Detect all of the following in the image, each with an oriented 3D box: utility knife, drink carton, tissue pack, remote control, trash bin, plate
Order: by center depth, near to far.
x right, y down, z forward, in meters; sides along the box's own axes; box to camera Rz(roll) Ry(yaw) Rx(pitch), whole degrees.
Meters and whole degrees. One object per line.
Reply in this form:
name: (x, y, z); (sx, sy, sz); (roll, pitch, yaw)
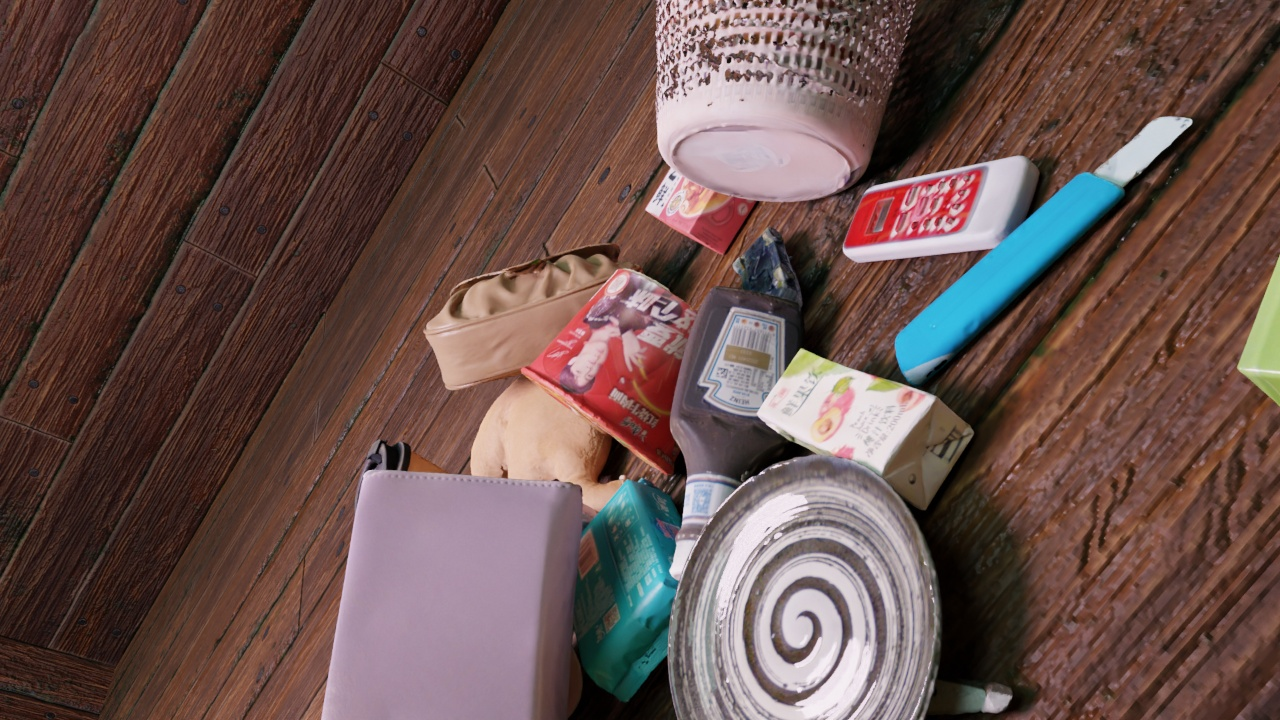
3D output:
plate: (0.080, 0.137, 0.466); (0.180, 0.024, 0.179); (-34, 44, 40)
utility knife: (0.207, -0.058, 0.487); (0.188, 0.018, 0.034); (-47, 40, 25)
drink carton: (0.123, 0.036, 0.516); (0.053, 0.045, 0.122); (-56, 26, -3)
remote control: (0.180, -0.091, 0.568); (0.136, 0.020, 0.055); (3, 66, 62)
tissue pack: (-0.004, 0.152, 0.625); (0.093, 0.050, 0.133); (-52, 28, 16)
trash bin: (0.099, -0.230, 0.666); (0.228, 0.227, 0.192); (-9, 68, 59)

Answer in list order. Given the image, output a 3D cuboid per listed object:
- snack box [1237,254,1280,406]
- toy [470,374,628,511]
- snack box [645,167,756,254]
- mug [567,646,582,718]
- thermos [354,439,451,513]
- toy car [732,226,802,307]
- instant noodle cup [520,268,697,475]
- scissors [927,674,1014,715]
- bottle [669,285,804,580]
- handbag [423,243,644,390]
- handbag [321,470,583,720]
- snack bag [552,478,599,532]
snack box: (0.301, -0.066, 0.265); (0.158, 0.070, 0.210); (10, 73, 63)
toy: (-0.073, 0.069, 0.812); (0.226, 0.082, 0.143); (5, 69, 58)
snack box: (0.070, -0.168, 0.818); (0.127, 0.044, 0.113); (-58, 26, 6)
mug: (-0.098, 0.264, 0.667); (0.104, 0.084, 0.124); (-46, 56, 32)
thermos: (-0.206, 0.142, 0.896); (0.093, 0.143, 0.092); (-43, 31, 34)
toy car: (0.096, -0.062, 0.677); (0.043, 0.034, 0.090); (-50, 26, 28)
instant noodle cup: (-0.004, 0.004, 0.688); (0.108, 0.138, 0.138); (-55, 25, -6)
scissors: (0.094, 0.160, 0.478); (0.189, 0.015, 0.226); (-47, 29, 27)
bottle: (0.057, 0.047, 0.590); (0.044, 0.080, 0.194); (93, -170, -65)
handbag: (-0.092, -0.047, 0.844); (0.204, 0.100, 0.147); (-16, 15, 2)
handbag: (-0.112, 0.174, 0.581); (0.098, 0.145, 0.196); (72, -160, -68)
snack bag: (-0.049, 0.122, 0.687); (0.045, 0.105, 0.026); (-45, 46, 6)
